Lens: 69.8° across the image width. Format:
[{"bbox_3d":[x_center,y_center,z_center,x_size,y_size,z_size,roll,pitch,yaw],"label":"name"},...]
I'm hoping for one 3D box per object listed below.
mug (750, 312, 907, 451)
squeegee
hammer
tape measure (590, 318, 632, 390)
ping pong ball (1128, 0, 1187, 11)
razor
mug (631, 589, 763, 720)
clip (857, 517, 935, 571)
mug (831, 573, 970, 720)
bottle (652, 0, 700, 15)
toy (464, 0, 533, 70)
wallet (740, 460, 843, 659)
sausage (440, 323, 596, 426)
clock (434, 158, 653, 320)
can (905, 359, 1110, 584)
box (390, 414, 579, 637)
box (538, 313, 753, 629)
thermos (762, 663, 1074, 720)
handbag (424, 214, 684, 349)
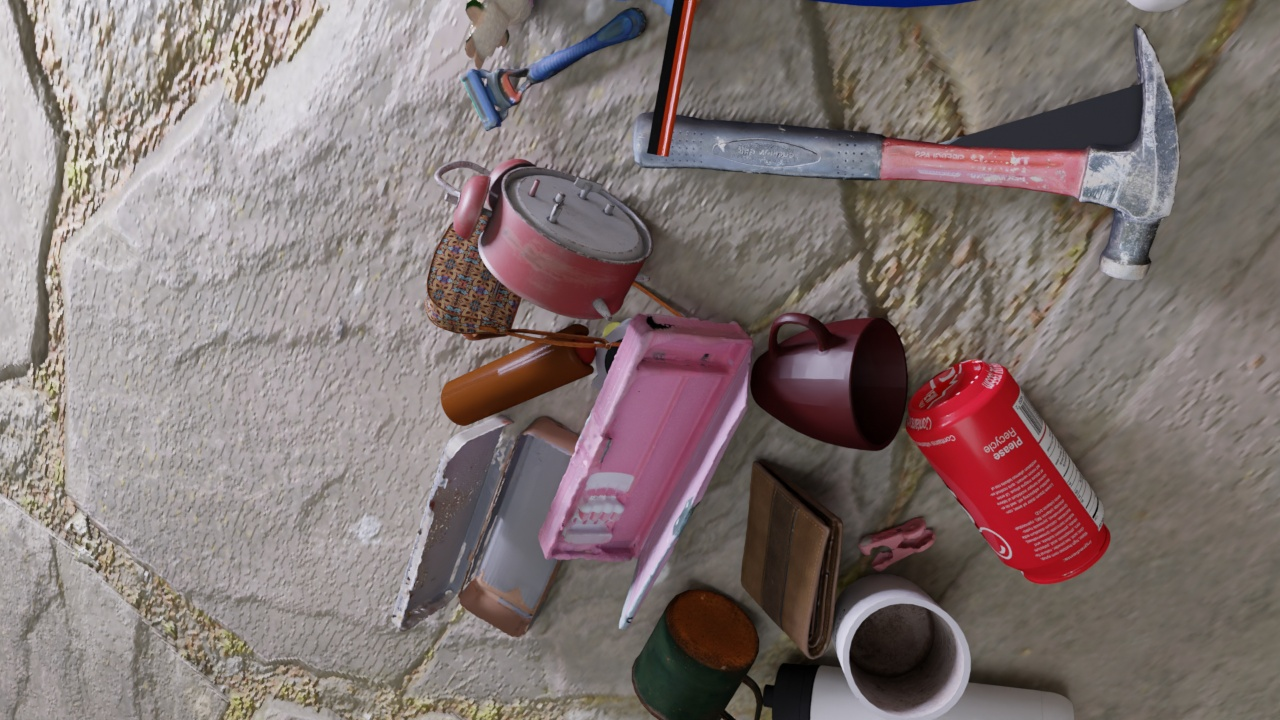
[{"bbox_3d":[0.115,0.007,0.616,0.089,0.086,0.114,1,143,40],"label":"mug"},{"bbox_3d":[0.117,-0.229,0.526,0.185,0.055,0.249,13,100,15],"label":"squeegee"},{"bbox_3d":[0.151,-0.135,0.569,0.326,0.036,0.141,8,117,18],"label":"hammer"},{"bbox_3d":[-0.004,0.004,0.701,0.064,0.016,0.065,26,120,8],"label":"tape measure"},{"bbox_3d":[0.275,-0.205,0.484,0.040,0.040,0.040,8,116,18],"label":"ping pong ball"},{"bbox_3d":[-0.057,-0.203,0.627,0.141,0.018,0.044,-18,105,23],"label":"razor"},{"bbox_3d":[0.056,0.250,0.747,0.111,0.084,0.081,36,120,21],"label":"mug"},{"bbox_3d":[0.188,0.134,0.685,0.044,0.023,0.060,33,126,3],"label":"clip"},{"bbox_3d":[0.183,0.220,0.655,0.083,0.096,0.119,-5,86,7],"label":"mug"},{"bbox_3d":[-0.020,-0.255,0.571,0.131,0.047,0.048,35,121,3],"label":"bottle"},{"bbox_3d":[-0.097,-0.244,0.583,0.050,0.087,0.112,-20,77,12],"label":"toy"},{"bbox_3d":[0.110,0.147,0.686,0.098,0.026,0.121,41,136,55],"label":"wallet"},{"bbox_3d":[-0.097,0.013,0.724,0.156,0.040,0.040,-22,104,33],"label":"sausage"},{"bbox_3d":[-0.065,-0.097,0.624,0.157,0.109,0.062,32,121,4],"label":"clock"},{"bbox_3d":[0.240,0.072,0.604,0.075,0.074,0.142,-34,98,30],"label":"can"},{"bbox_3d":[-0.122,0.152,0.770,0.115,0.095,0.218,25,120,4],"label":"box"},{"bbox_3d":[0.012,0.088,0.666,0.099,0.106,0.233,7,125,-28],"label":"box"},{"bbox_3d":[0.213,0.293,0.724,0.230,0.068,0.101,1,126,22],"label":"thermos"},{"bbox_3d":[-0.058,-0.044,0.675,0.196,0.093,0.043,14,150,-1],"label":"handbag"}]
